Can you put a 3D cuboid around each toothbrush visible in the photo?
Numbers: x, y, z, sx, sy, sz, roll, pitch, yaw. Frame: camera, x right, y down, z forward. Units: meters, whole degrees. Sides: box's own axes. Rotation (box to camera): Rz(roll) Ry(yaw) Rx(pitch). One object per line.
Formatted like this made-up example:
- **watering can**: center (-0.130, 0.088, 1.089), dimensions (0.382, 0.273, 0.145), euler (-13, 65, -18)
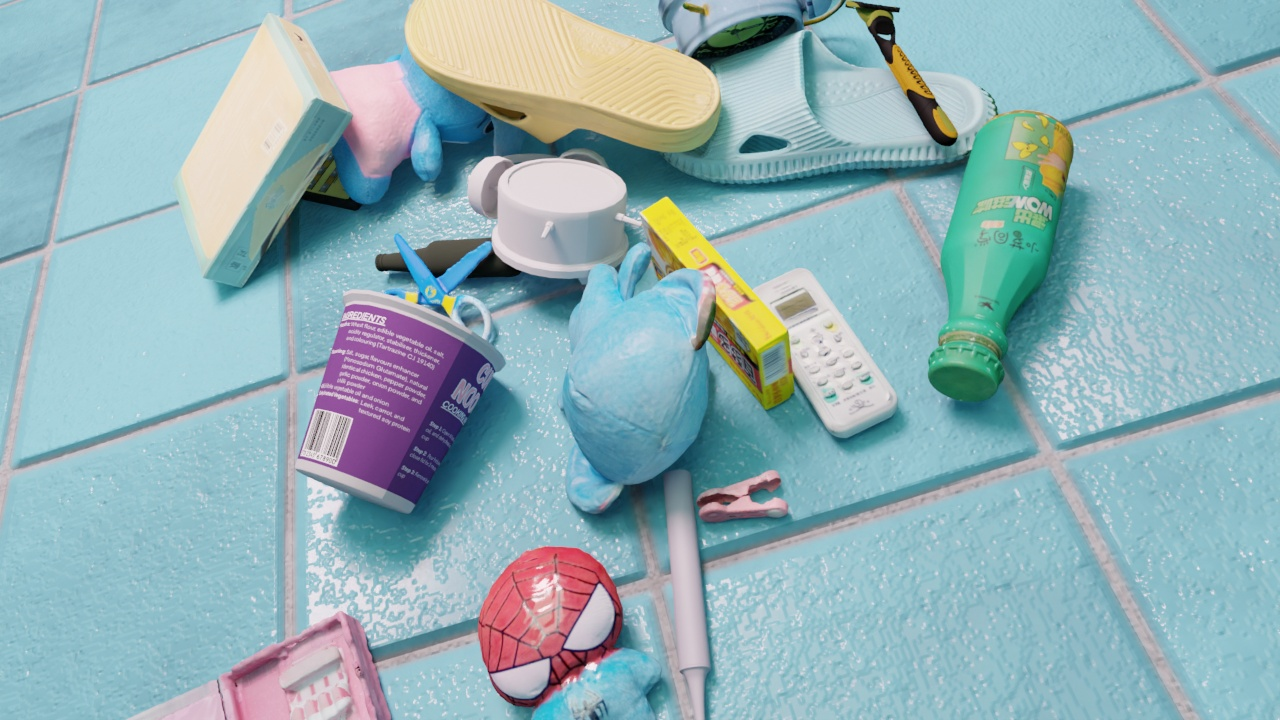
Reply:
- **toothbrush**: center (0.029, 0.153, 0.552), dimensions (0.019, 0.018, 0.187), euler (-11, 56, 10)

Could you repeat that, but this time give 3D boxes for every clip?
- **clip**: center (0.066, 0.084, 0.586), dimensions (0.060, 0.023, 0.045), euler (8, 56, 17)

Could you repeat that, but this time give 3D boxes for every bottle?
- **bottle**: center (-0.158, -0.082, 0.745), dimensions (0.123, 0.033, 0.033), euler (-1, 58, 15)
- **bottle**: center (0.236, -0.071, 0.611), dimensions (0.068, 0.068, 0.209), euler (13, 62, 22)

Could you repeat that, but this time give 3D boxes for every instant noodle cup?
- **instant noodle cup**: center (-0.178, 0.034, 0.639), dimensions (0.137, 0.122, 0.121), euler (1, 65, 47)

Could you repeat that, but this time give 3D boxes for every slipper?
- **slipper**: center (0.136, -0.199, 0.723), dimensions (0.276, 0.069, 0.115), euler (2, 62, 15)
- **slipper**: center (-0.064, -0.222, 0.737), dimensions (0.263, 0.078, 0.099), euler (19, 67, 6)

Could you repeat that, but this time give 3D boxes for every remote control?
- **remote control**: center (0.123, -0.007, 0.628), dimensions (0.050, 0.022, 0.133), euler (-26, 55, -2)
- **remote control**: center (-0.304, -0.175, 0.855), dimensions (0.133, 0.013, 0.058), euler (13, 63, 22)

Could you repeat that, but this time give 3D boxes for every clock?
- **clock**: center (0.093, -0.289, 0.754), dimensions (0.162, 0.118, 0.060), euler (-15, 86, -13)
- **clock**: center (-0.069, -0.121, 0.716), dimensions (0.119, 0.061, 0.159), euler (-12, 39, -24)

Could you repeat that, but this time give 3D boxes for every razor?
- **razor**: center (0.199, -0.217, 0.687), dimensions (0.044, 0.021, 0.144), euler (-6, 62, -30)

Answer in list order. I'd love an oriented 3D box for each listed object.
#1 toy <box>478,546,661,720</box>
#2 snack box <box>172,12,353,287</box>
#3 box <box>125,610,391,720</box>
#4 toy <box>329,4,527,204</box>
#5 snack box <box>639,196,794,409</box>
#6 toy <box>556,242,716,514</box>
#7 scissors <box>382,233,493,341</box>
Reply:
- **toy**: center (-0.043, 0.173, 0.536), dimensions (0.092, 0.062, 0.133), euler (-36, 68, -1)
- **snack box**: center (-0.335, -0.182, 0.796), dimensions (0.194, 0.044, 0.141), euler (-49, 53, 21)
- **box**: center (-0.212, 0.281, 0.522), dimensions (0.179, 0.040, 0.232), euler (-26, 55, -7)
- **toy**: center (-0.199, -0.240, 0.815), dimensions (0.191, 0.099, 0.224), euler (-27, 65, -3)
- **snack box**: center (0.052, -0.041, 0.637), dimensions (0.025, 0.075, 0.152), euler (-31, 56, -9)
- **toy**: center (-0.004, 0.004, 0.617), dimensions (0.114, 0.184, 0.180), euler (16, 26, -22)
- **scissors**: center (-0.163, -0.051, 0.721), dimensions (0.125, 0.013, 0.126), euler (-40, 78, 11)
